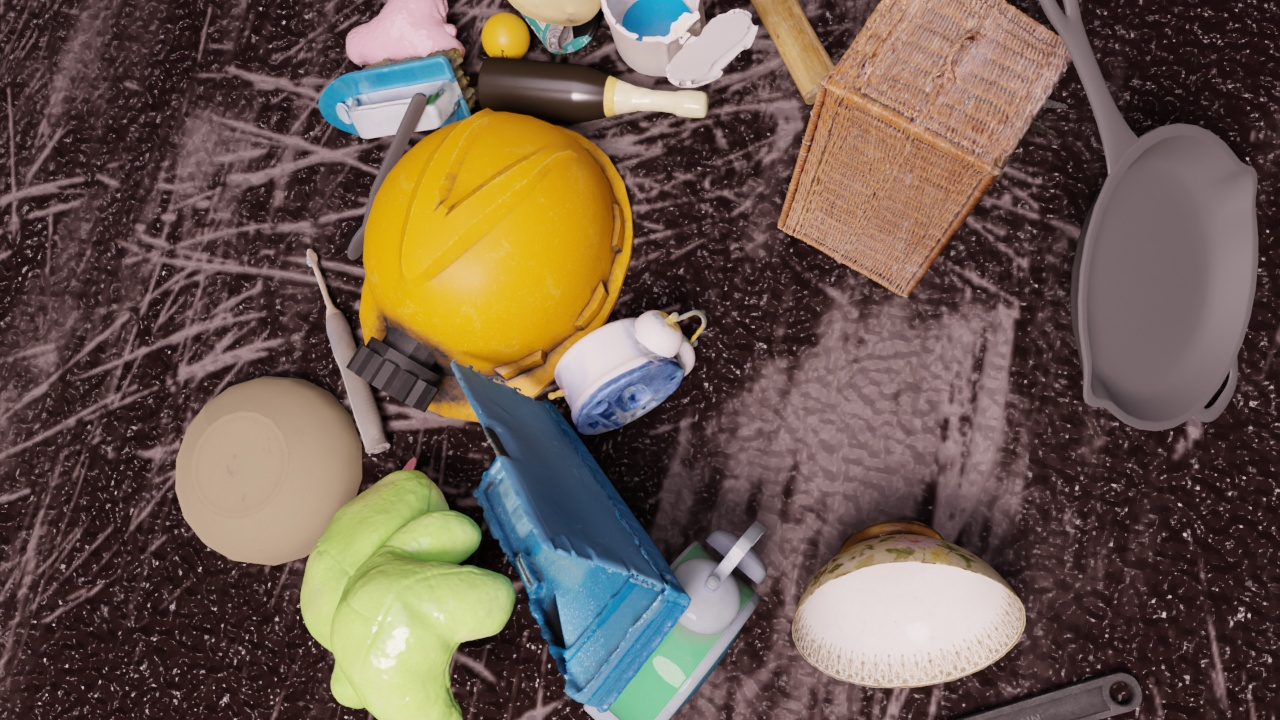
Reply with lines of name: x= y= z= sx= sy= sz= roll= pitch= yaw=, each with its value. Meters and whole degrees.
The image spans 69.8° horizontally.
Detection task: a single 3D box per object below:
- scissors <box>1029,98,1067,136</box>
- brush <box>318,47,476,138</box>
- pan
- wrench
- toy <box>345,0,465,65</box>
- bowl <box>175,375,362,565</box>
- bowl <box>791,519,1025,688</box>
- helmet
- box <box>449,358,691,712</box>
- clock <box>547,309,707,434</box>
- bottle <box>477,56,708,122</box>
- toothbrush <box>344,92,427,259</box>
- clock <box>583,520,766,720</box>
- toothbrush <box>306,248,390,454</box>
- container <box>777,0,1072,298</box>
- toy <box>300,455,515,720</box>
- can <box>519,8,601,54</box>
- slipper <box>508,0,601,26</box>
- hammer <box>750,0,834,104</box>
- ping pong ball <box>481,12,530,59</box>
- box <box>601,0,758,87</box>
scissors: x=0.239 y=-0.219 z=0.706 sx=0.165 sy=0.012 sz=0.150 roll=-13 pitch=78 yaw=10
brush: x=-0.205 y=-0.206 z=0.738 sx=0.136 sy=0.055 sz=0.075 roll=-1 pitch=40 yaw=24
pan: x=0.300 y=-0.096 z=0.564 sx=0.216 sy=0.024 sz=0.354 roll=-46 pitch=117 yaw=-17
wrench: x=0.201 y=0.259 z=0.618 sx=0.273 sy=0.018 sz=0.073 roll=-18 pitch=77 yaw=4
toy: x=-0.190 y=-0.271 z=0.770 sx=0.096 sy=0.052 sz=0.099 roll=42 pitch=93 yaw=11
bowl: x=-0.300 y=0.084 z=0.720 sx=0.152 sy=0.050 sz=0.152 roll=-2 pitch=79 yaw=9
bowl: x=0.170 y=0.152 z=0.604 sx=0.145 sy=0.145 sz=0.063 roll=-6 pitch=40 yaw=8
helmet: x=-0.125 y=-0.088 z=0.683 sx=0.205 sy=0.131 sz=0.255 roll=29 pitch=84 yaw=14
box: x=-0.075 y=0.098 z=0.582 sx=0.094 sy=0.112 sz=0.231 roll=-53 pitch=34 yaw=8
clock: x=-0.004 y=0.004 z=0.667 sx=0.125 sy=0.089 sz=0.052 roll=-32 pitch=69 yaw=3
bottle: x=-0.037 y=-0.213 z=0.735 sx=0.185 sy=0.045 sz=0.045 roll=8 pitch=80 yaw=11
toothbrush: x=-0.201 y=-0.141 z=0.719 sx=0.168 sy=0.012 sz=0.013 roll=-51 pitch=59 yaw=36
clock: x=0.028 y=0.167 z=0.602 sx=0.075 sy=0.121 sz=0.162 roll=38 pitch=111 yaw=13
toothbrush: x=-0.241 y=-0.012 z=0.744 sx=0.022 sy=0.024 sz=0.185 roll=-14 pitch=73 yaw=-34
container: x=0.178 y=-0.143 z=0.608 sx=0.113 sy=0.199 sz=0.113 roll=33 pitch=74 yaw=10
toy: x=-0.173 y=0.154 z=0.627 sx=0.197 sy=0.107 sz=0.150 roll=24 pitch=87 yaw=46
can: x=-0.079 y=-0.305 z=0.756 sx=0.055 sy=0.055 sz=0.101 roll=-35 pitch=76 yaw=1
slipper: x=-0.067 y=-0.375 z=0.720 sx=0.111 sy=0.079 sz=0.261 roll=6 pitch=60 yaw=-23
hammer: x=0.079 y=-0.355 z=0.753 sx=0.132 sy=0.033 sz=0.330 roll=-25 pitch=77 yaw=3
ping pong ball: x=-0.112 y=-0.268 z=0.762 sx=0.040 sy=0.040 sz=0.040 roll=-2 pitch=79 yaw=9
box: x=0.029 y=-0.247 z=0.686 sx=0.084 sy=0.147 sz=0.136 roll=-36 pitch=86 yaw=6
